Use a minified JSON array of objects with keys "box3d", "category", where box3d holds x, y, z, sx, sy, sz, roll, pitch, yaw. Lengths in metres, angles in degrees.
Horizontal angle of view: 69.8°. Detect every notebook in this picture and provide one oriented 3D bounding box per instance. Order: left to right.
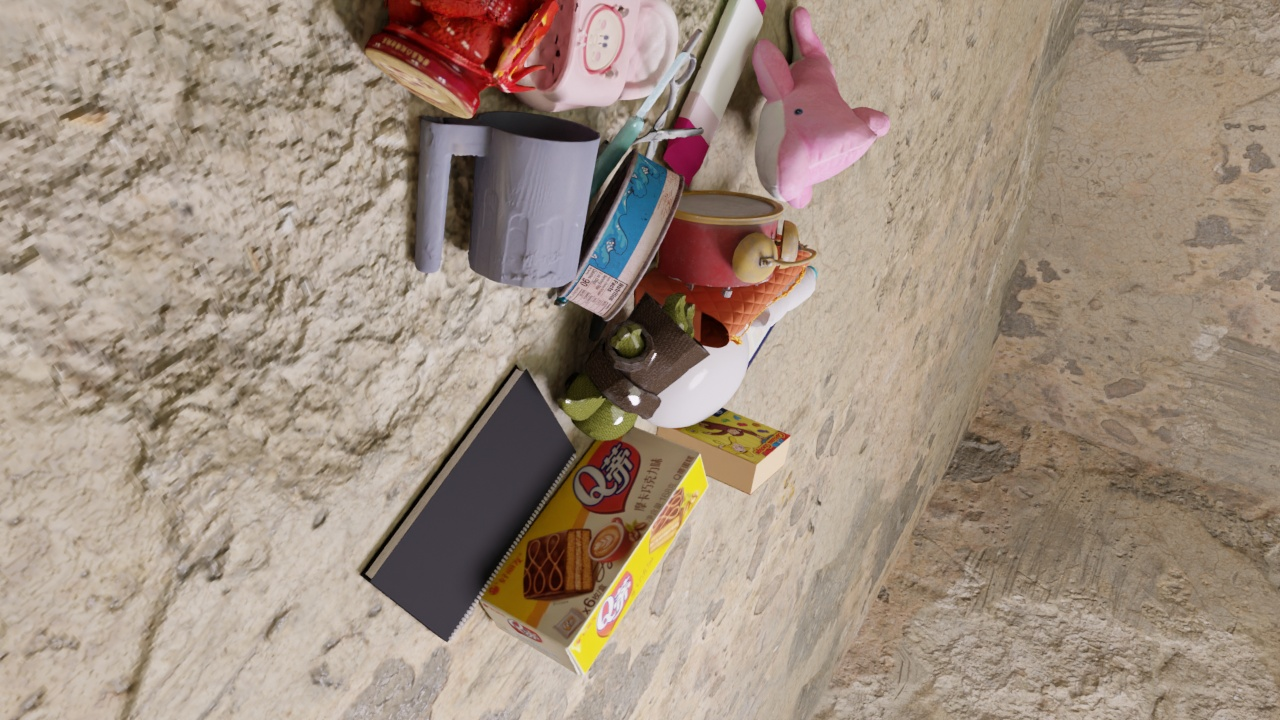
[{"box3d":[-0.135,0.125,0.782,0.206,0.016,0.149,-56,150,-23],"category":"notebook"}]

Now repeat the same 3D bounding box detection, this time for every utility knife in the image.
[{"box3d":[-0.013,-0.172,0.722,0.166,0.015,0.022,-50,152,18],"category":"utility knife"}]

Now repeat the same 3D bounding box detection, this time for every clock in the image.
[{"box3d":[0.086,-0.104,0.859,0.116,0.159,0.081,-29,128,-51],"category":"clock"}]

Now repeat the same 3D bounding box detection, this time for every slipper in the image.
[{"box3d":[-0.029,-0.231,0.669,0.221,0.056,0.107,-22,130,-58],"category":"slipper"}]

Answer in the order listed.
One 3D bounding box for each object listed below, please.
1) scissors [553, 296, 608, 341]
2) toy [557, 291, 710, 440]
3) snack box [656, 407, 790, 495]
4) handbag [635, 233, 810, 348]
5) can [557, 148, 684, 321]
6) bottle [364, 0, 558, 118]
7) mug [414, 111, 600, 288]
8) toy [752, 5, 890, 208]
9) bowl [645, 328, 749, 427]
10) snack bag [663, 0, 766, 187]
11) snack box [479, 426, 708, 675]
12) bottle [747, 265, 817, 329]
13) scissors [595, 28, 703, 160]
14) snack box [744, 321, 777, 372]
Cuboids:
[{"box3d":[-0.029,-0.081,0.821,0.154,0.019,0.125,-43,145,-38],"category":"scissors"},{"box3d":[-0.005,0.006,0.836,0.153,0.078,0.179,-46,160,5],"category":"toy"},{"box3d":[0.094,0.096,1.056,0.088,0.126,0.040,-28,132,-52],"category":"snack box"},{"box3d":[0.087,-0.075,0.936,0.171,0.109,0.060,-42,143,-41],"category":"handbag"},{"box3d":[-0.017,-0.098,0.723,0.130,0.044,0.129,-59,-168,20],"category":"can"},{"box3d":[-0.094,-0.202,0.529,0.111,0.099,0.099,-62,153,-2],"category":"bottle"},{"box3d":[-0.094,-0.111,0.629,0.123,0.084,0.104,-7,120,-33],"category":"mug"},{"box3d":[0.186,-0.247,0.931,0.264,0.128,0.187,-74,154,-45],"category":"toy"},{"box3d":[0.067,0.022,0.989,0.149,0.043,0.150,-27,143,-24],"category":"bowl"},{"box3d":[0.071,-0.267,0.869,0.196,0.016,0.070,-67,155,-2],"category":"snack bag"},{"box3d":[-0.040,0.171,0.884,0.229,0.110,0.062,-53,146,-28],"category":"snack box"},{"box3d":[0.164,-0.078,1.049,0.135,0.044,0.044,-34,138,-46],"category":"bottle"},{"box3d":[0.015,-0.198,0.760,0.141,0.014,0.176,-31,161,-31],"category":"scissors"},{"box3d":[0.115,-0.059,1.073,0.144,0.043,0.144,-57,150,-21],"category":"snack box"}]
